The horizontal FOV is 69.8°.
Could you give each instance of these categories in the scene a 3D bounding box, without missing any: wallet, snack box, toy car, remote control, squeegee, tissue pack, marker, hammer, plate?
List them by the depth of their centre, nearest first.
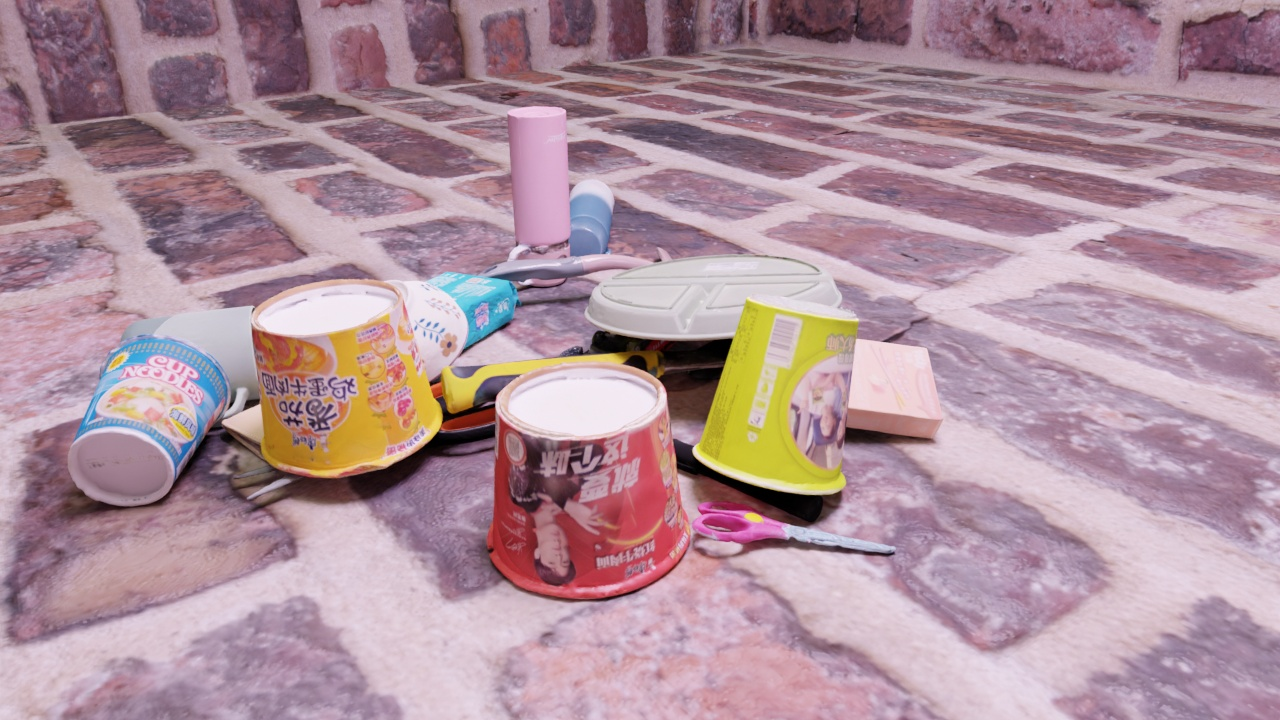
[{"bbox_3d":[0.071,0.086,0.667,0.132,0.020,0.022,19,47,38],"label":"marker"},{"bbox_3d":[0.160,0.015,0.748,0.157,0.026,0.084,8,44,-2],"label":"snack box"},{"bbox_3d":[-0.285,0.043,0.776,0.087,0.024,0.114,17,32,37],"label":"wallet"},{"bbox_3d":[-0.005,0.005,0.777,0.323,0.032,0.126,-6,39,-18],"label":"hammer"},{"bbox_3d":[0.063,-0.062,0.824,0.230,0.027,0.230,-4,18,1],"label":"plate"},{"bbox_3d":[0.102,-0.012,0.869,0.136,0.024,0.053,-17,31,-29],"label":"remote control"},{"bbox_3d":[0.002,-0.022,0.873,0.053,0.045,0.120,16,38,35],"label":"toy car"},{"bbox_3d":[-0.195,-0.049,0.936,0.093,0.050,0.133,10,27,26],"label":"tissue pack"},{"bbox_3d":[-0.055,-0.098,1.009,0.249,0.040,0.247,0,25,-13],"label":"squeegee"}]

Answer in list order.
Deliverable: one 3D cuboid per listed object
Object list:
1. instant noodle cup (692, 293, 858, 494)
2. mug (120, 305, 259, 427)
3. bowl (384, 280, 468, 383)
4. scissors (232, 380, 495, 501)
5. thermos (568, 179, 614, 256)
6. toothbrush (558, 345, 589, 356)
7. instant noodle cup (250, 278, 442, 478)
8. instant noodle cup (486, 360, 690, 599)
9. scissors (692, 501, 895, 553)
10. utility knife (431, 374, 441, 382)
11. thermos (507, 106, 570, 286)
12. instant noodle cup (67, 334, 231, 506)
[{"bbox_3d":[0.104,0.018,0.653,0.111,0.123,0.111,10,10,-2],"label":"instant noodle cup"},{"bbox_3d":[-0.384,0.011,0.796,0.106,0.082,0.111,-8,57,-15],"label":"mug"},{"bbox_3d":[-0.218,-0.031,0.821,0.113,0.062,0.113,-10,49,12],"label":"bowl"},{"bbox_3d":[-0.206,0.060,0.742,0.229,0.022,0.189,-7,22,-6],"label":"scissors"},{"bbox_3d":[-0.068,-0.178,1.195,0.070,0.070,0.220,-1,26,0],"label":"thermos"},{"bbox_3d":[-0.012,-0.037,0.907,0.014,0.018,0.188,30,48,36],"label":"toothbrush"},{"bbox_3d":[-0.226,0.007,0.696,0.138,0.110,0.137,-2,27,1],"label":"instant noodle cup"},{"bbox_3d":[-0.036,0.071,0.599,0.138,0.109,0.137,-1,25,0],"label":"instant noodle cup"},{"bbox_3d":[0.101,0.114,0.610,0.133,0.017,0.056,7,18,10],"label":"scissors"},{"bbox_3d":[-0.257,0.013,0.854,0.166,0.018,0.030,8,32,9],"label":"utility knife"},{"bbox_3d":[-0.121,-0.182,1.042,0.067,0.199,0.087,22,32,37],"label":"thermos"},{"bbox_3d":[-0.374,0.050,0.694,0.099,0.099,0.109,-5,33,-7],"label":"instant noodle cup"}]
